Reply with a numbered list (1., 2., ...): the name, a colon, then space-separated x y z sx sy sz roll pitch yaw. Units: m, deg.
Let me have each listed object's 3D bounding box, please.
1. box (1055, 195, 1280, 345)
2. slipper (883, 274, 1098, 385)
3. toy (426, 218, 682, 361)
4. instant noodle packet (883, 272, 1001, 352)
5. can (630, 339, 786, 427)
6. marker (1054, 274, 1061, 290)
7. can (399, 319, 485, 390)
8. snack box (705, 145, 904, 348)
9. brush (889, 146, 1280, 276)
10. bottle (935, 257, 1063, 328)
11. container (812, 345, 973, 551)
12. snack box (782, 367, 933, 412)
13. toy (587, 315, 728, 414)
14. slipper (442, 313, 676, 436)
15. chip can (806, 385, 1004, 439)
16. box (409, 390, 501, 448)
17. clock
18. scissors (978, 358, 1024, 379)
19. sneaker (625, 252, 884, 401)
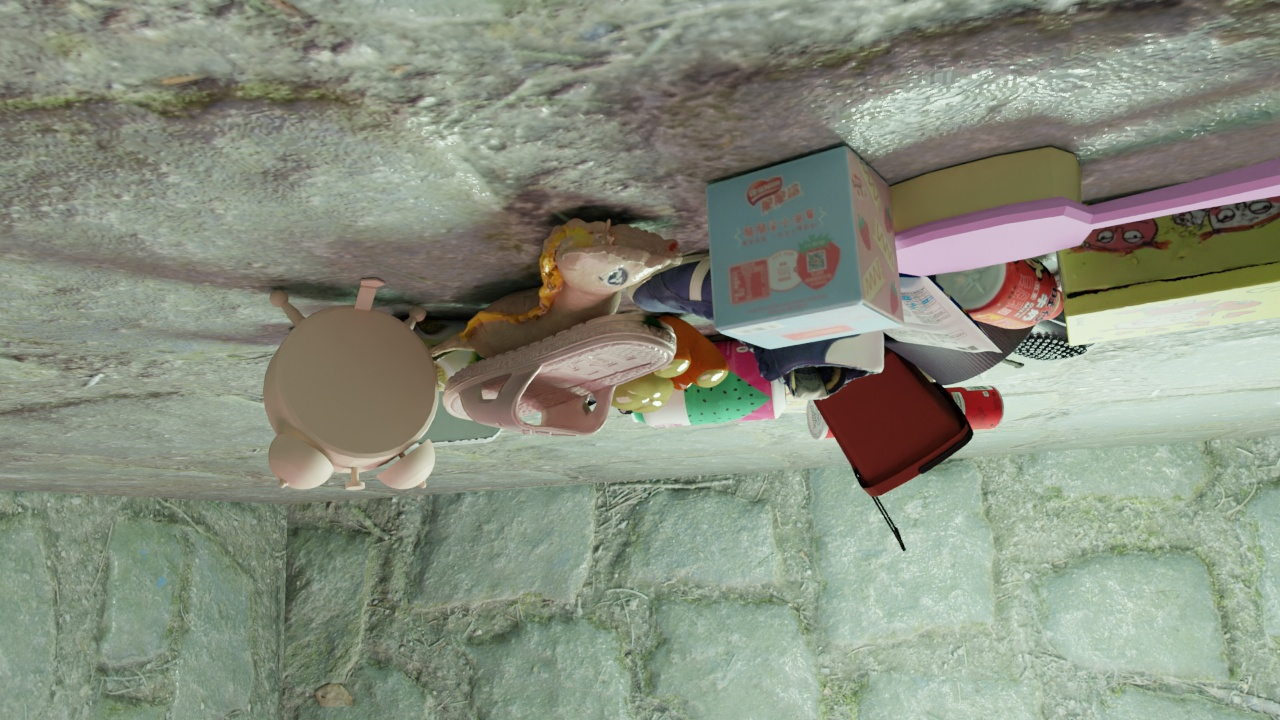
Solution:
1. box: 0.407 -0.072 0.629 0.221 0.082 0.124 -6 168 23
2. slipper: 0.302 -0.018 0.817 0.263 0.082 0.101 11 163 -21
3. toy: -0.078 -0.042 0.706 0.196 0.065 0.265 -6 168 -8
4. instant noodle packet: 0.207 -0.039 0.710 0.087 0.026 0.134 39 173 -20
5. can: 0.072 0.025 0.996 0.166 0.088 0.088 -5 168 11
6. marker: 0.360 -0.063 0.819 0.017 0.017 0.147 0 168 -13
7. can: -0.170 -0.005 0.851 0.121 0.067 0.067 0 168 -13
8. snack box: 0.100 -0.064 0.558 0.093 0.094 0.079 -11 167 32
9. brush: 0.259 -0.098 0.555 0.229 0.043 0.089 -10 166 32
10. bottle: 0.295 -0.056 0.730 0.137 0.062 0.062 7 165 -43
11. container: 0.258 0.076 0.912 0.127 0.201 0.148 -35 -168 14
12. snack box: 0.219 0.020 1.085 0.153 0.055 0.208 1 167 -20
13. toy: -0.006 0.005 0.904 0.176 0.096 0.112 1 172 44
14. slipper: -0.067 0.028 0.732 0.094 0.064 0.240 18 152 -41
15. chip can: 0.296 0.057 1.026 0.214 0.051 0.052 -2 169 -11
16. box: -0.236 0.015 0.910 0.211 0.130 0.106 -5 156 -19
17. clock: -0.227 0.022 0.736 0.131 0.160 0.086 5 165 -34
18. scissors: 0.354 -0.012 0.981 0.196 0.015 0.180 -3 155 -12
19. sneaker: 0.087 -0.022 0.697 0.234 0.118 0.091 -12 165 39
